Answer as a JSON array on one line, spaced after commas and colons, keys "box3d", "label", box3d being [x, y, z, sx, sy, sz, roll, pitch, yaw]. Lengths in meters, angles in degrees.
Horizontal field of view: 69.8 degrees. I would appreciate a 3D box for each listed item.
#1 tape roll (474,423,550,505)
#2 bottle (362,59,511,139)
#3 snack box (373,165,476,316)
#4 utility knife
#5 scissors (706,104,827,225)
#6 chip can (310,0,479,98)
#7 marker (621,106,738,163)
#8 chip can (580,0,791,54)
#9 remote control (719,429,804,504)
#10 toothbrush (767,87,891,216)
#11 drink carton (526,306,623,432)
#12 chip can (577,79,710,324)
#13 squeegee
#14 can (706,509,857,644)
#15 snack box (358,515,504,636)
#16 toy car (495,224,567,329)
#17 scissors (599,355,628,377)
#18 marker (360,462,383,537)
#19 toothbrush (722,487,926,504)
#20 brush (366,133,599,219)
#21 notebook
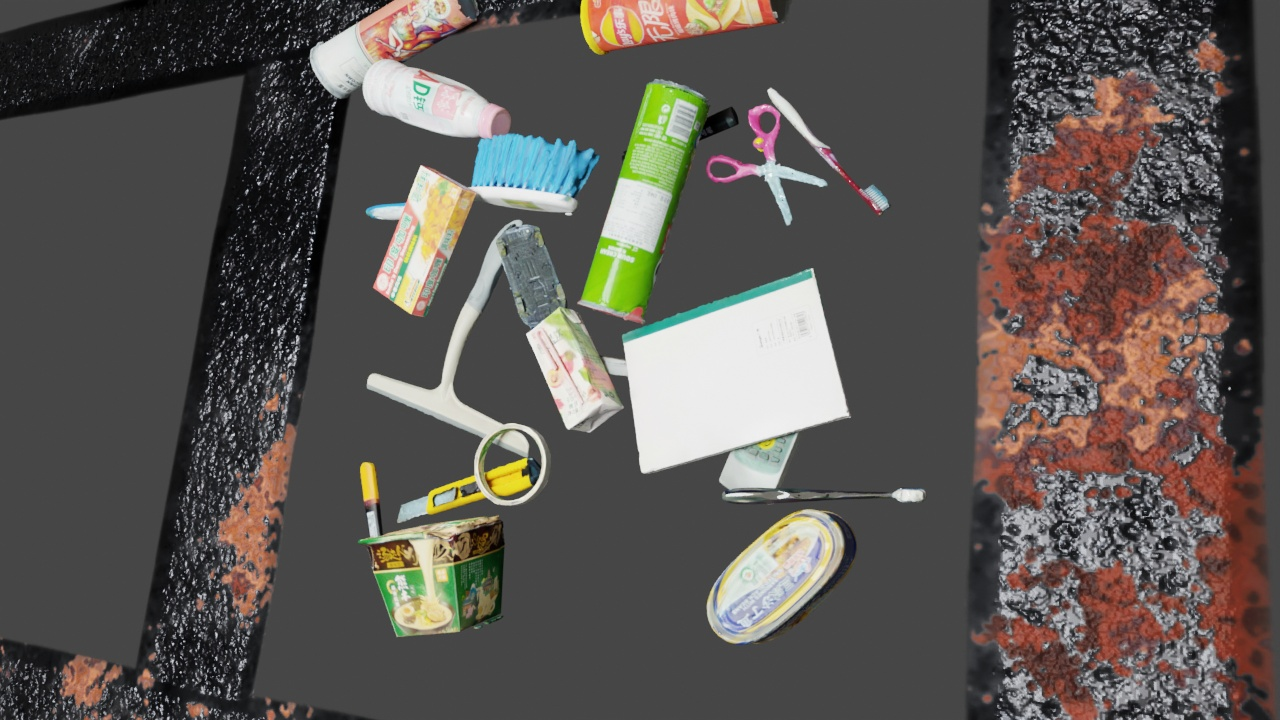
[{"box3d": [-0.135, 0.109, 0.963, 0.086, 0.014, 0.085, -4, 79, 21], "label": "tape roll"}, {"box3d": [-0.243, -0.307, 1.103, 0.197, 0.068, 0.068, 24, 89, 24], "label": "bottle"}, {"box3d": [-0.248, -0.136, 1.050, 0.077, 0.027, 0.156, 32, 104, 32], "label": "snack box"}, {"box3d": [-0.189, 0.144, 0.997, 0.197, 0.015, 0.033, -20, 70, 20], "label": "utility knife"}, {"box3d": [0.122, -0.193, 0.928, 0.124, 0.017, 0.133, -21, 73, 18], "label": "scissors"}, {"box3d": [-0.309, -0.411, 1.155, 0.215, 0.071, 0.071, -22, 69, 19], "label": "chip can"}, {"box3d": [0.041, -0.235, 0.974, 0.132, 0.020, 0.022, -19, 61, 22], "label": "marker"}, {"box3d": [0.046, -0.378, 0.975, 0.217, 0.073, 0.073, -1, 77, 25], "label": "chip can"}, {"box3d": [0.123, 0.066, 0.863, 0.056, 0.019, 0.135, 23, 88, 28], "label": "remote control"}, {"box3d": [0.182, -0.210, 0.901, 0.017, 0.016, 0.187, -37, 65, 5], "label": "toothbrush"}, {"box3d": [-0.070, 0.009, 0.949, 0.054, 0.045, 0.122, -36, 65, 23], "label": "drink carton"}, {"box3d": [0.005, -0.158, 0.930, 0.072, 0.072, 0.236, 18, 92, 28], "label": "chip can"}, {"box3d": [-0.187, -0.048, 1.029, 0.247, 0.039, 0.246, 20, 87, 28], "label": "squeegee"}, {"box3d": [0.125, 0.192, 0.816, 0.148, 0.049, 0.074, -45, 64, 10], "label": "can"}, {"box3d": [-0.205, 0.222, 0.940, 0.118, 0.118, 0.105, -11, 83, 23], "label": "snack box"}, {"box3d": [-0.119, -0.091, 1.002, 0.054, 0.037, 0.120, -19, 72, -6], "label": "toy car"}, {"box3d": [-0.006, 0.018, 0.941, 0.174, 0.014, 0.140, -28, 66, 18], "label": "scissors"}, {"box3d": [-0.304, 0.177, 1.047, 0.018, 0.015, 0.123, -19, 73, 22], "label": "marker"}, {"box3d": [0.161, 0.121, 0.821, 0.181, 0.018, 0.015, -3, 85, 19], "label": "toothbrush"}, {"box3d": [-0.195, -0.205, 1.065, 0.315, 0.060, 0.109, 11, 87, 30], "label": "brush"}, {"box3d": [0.083, 0.012, 0.879, 0.210, 0.012, 0.150, -18, 67, 23], "label": "notebook"}]
